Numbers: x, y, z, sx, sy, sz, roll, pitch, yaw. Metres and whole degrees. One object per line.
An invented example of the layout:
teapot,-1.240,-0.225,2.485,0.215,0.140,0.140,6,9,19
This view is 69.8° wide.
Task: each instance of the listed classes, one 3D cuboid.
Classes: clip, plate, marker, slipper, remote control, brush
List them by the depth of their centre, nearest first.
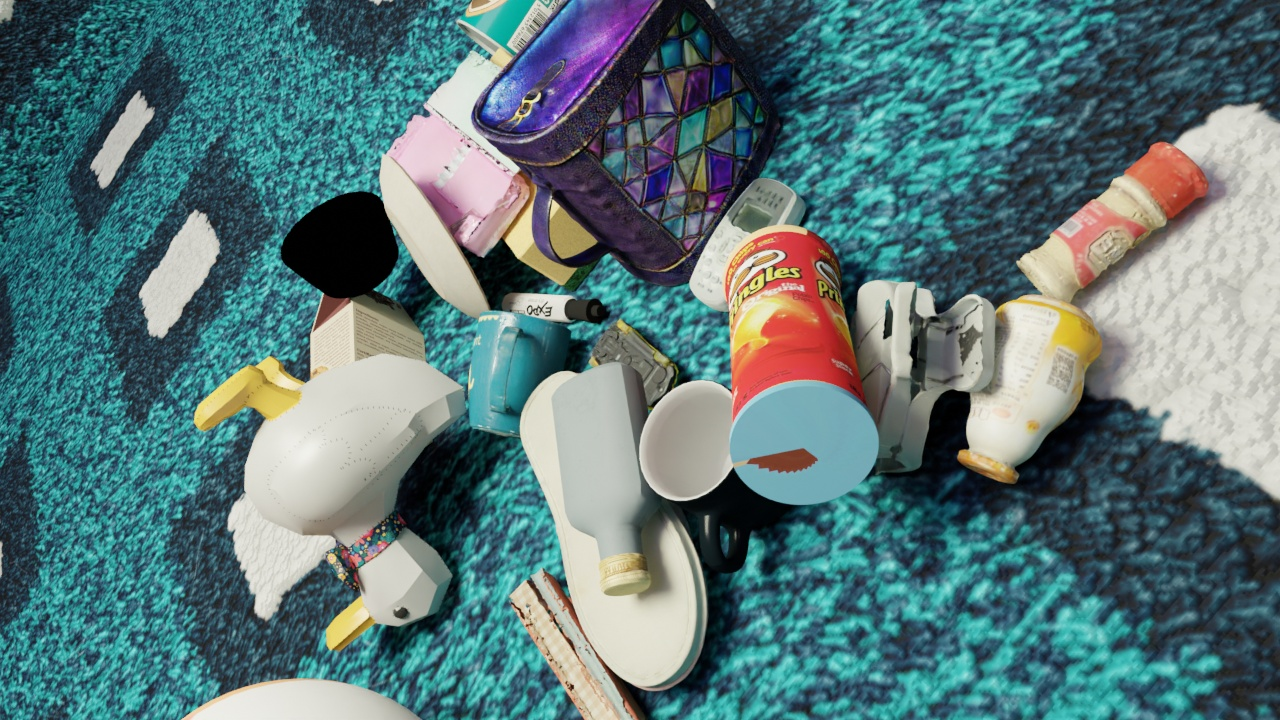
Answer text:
clip,0.169,0.004,0.584,0.148,0.081,0.124,128,151,-68
slipper,-0.020,0.121,0.710,0.114,0.054,0.274,-39,53,18
remote control,0.085,-0.093,0.745,0.114,0.028,0.060,-54,46,5
marker,-0.082,-0.050,0.868,0.126,0.025,0.025,6,74,42
plate,-0.209,-0.111,0.898,0.027,0.189,0.189,-34,45,-13
brush,-0.108,-0.199,0.927,0.250,0.075,0.195,28,89,44

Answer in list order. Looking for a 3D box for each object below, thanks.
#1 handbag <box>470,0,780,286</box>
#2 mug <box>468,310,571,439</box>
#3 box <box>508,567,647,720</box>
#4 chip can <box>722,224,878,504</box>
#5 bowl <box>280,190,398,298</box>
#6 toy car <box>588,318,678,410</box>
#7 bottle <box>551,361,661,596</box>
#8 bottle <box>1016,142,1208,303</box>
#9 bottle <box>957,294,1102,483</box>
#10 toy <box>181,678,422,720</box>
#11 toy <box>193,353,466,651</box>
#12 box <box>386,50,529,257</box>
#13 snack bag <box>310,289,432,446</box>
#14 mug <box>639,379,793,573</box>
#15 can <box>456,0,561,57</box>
handbag,-0.014,-0.176,0.753,0.125,0.205,0.222,26,81,44
mug,-0.113,0.014,0.807,0.084,0.112,0.104,10,82,3
box,-0.044,0.233,0.683,0.187,0.053,0.058,44,141,44
chip can,0.097,-0.007,0.591,0.087,0.087,0.212,-34,23,23
bowl,-0.300,-0.112,0.939,0.115,0.062,0.115,-12,47,13
toy car,-0.005,0.005,0.771,0.049,0.030,0.107,-52,44,5
bottle,-0.022,0.086,0.659,0.072,0.046,0.161,-26,58,26
bottle,0.286,-0.082,0.560,0.109,0.044,0.044,-43,48,16
bottle,0.226,0.018,0.546,0.063,0.063,0.108,22,84,44
toy,-0.264,0.360,0.660,0.281,0.265,0.262,2,72,57
toy,-0.250,0.106,0.802,0.246,0.267,0.141,-46,11,-2
box,-0.166,-0.213,0.903,0.159,0.035,0.230,-53,46,7
snack bag,-0.285,0.000,0.966,0.070,0.094,0.206,-32,52,24
mug,0.059,0.085,0.633,0.085,0.094,0.121,-14,61,35
can,-0.124,-0.408,1.026,0.144,0.099,0.099,-55,46,4
